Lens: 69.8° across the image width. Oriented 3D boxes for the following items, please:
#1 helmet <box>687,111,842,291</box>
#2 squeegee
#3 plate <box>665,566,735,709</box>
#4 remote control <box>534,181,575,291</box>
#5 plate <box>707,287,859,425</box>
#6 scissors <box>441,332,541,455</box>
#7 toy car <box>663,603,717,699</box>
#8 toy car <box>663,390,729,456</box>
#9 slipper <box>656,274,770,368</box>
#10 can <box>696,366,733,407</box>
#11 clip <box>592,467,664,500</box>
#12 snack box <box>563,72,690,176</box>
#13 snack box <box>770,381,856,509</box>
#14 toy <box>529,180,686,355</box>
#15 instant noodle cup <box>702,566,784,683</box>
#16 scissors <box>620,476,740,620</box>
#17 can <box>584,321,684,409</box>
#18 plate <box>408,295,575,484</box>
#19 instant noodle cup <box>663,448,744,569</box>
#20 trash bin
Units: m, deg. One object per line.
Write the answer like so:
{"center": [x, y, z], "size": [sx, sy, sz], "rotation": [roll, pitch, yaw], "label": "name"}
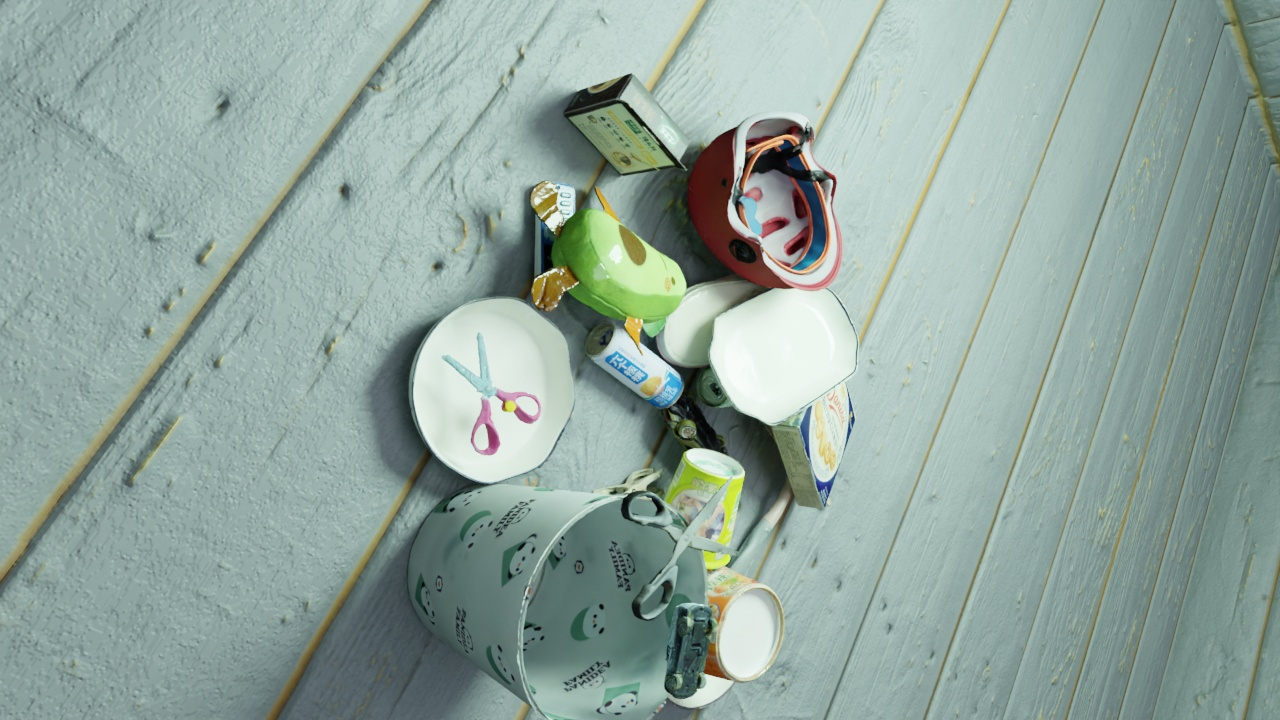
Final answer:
{"center": [0.154, -0.197, 1.206], "size": [0.206, 0.144, 0.240], "rotation": [-43, 115, -36], "label": "helmet"}
{"center": [0.182, 0.228, 1.326], "size": [0.247, 0.040, 0.249], "rotation": [50, 62, -32], "label": "squeegee"}
{"center": [0.075, 0.368, 1.237], "size": [0.192, 0.039, 0.192], "rotation": [-2, 94, -39], "label": "plate"}
{"center": [-0.101, -0.144, 1.070], "size": [0.049, 0.024, 0.125], "rotation": [0, 92, -41], "label": "remote control"}
{"center": [0.188, -0.014, 1.222], "size": [0.264, 0.034, 0.162], "rotation": [-28, 89, -36], "label": "plate"}
{"center": [-0.165, 0.041, 0.972], "size": [0.133, 0.017, 0.118], "rotation": [41, 71, -30], "label": "scissors"}
{"center": [0.044, 0.276, 0.876], "size": [0.042, 0.034, 0.090], "rotation": [13, 86, -44], "label": "toy car"}
{"center": [0.078, 0.104, 1.217], "size": [0.158, 0.042, 0.070], "rotation": [53, 25, -29], "label": "toy car"}
{"center": [0.121, -0.062, 1.247], "size": [0.273, 0.054, 0.114], "rotation": [-20, 105, -35], "label": "slipper"}
{"center": [0.142, 0.032, 1.255], "size": [0.146, 0.058, 0.058], "rotation": [-4, 94, -49], "label": "can"}
{"center": [-0.010, 0.164, 1.156], "size": [0.099, 0.070, 0.034], "rotation": [-16, 104, -46], "label": "clip"}
{"center": [-0.010, -0.271, 1.074], "size": [0.113, 0.126, 0.053], "rotation": [42, 66, -34], "label": "snack box"}
{"center": [0.254, 0.089, 1.327], "size": [0.182, 0.046, 0.178], "rotation": [-61, 141, -36], "label": "snack box"}
{"center": [-0.032, -0.107, 1.056], "size": [0.246, 0.090, 0.226], "rotation": [16, 57, -49], "label": "toy"}
{"center": [0.102, 0.331, 1.158], "size": [0.151, 0.112, 0.151], "rotation": [-2, 92, -39], "label": "instant noodle cup"}
{"center": [0.040, 0.168, 0.885], "size": [0.178, 0.014, 0.159], "rotation": [-49, 123, -32], "label": "scissors"}
{"center": [-0.007, 0.007, 1.140], "size": [0.134, 0.053, 0.053], "rotation": [37, 68, -36], "label": "can"}
{"center": [-0.165, 0.031, 1.010], "size": [0.204, 0.046, 0.205], "rotation": [-4, 96, -41], "label": "plate"}
{"center": [0.078, 0.181, 1.160], "size": [0.111, 0.112, 0.123], "rotation": [2, 111, -41], "label": "instant noodle cup"}
{"center": [-0.100, 0.233, 0.940], "size": [0.229, 0.252, 0.229], "rotation": [-3, 94, -42], "label": "trash bin"}
